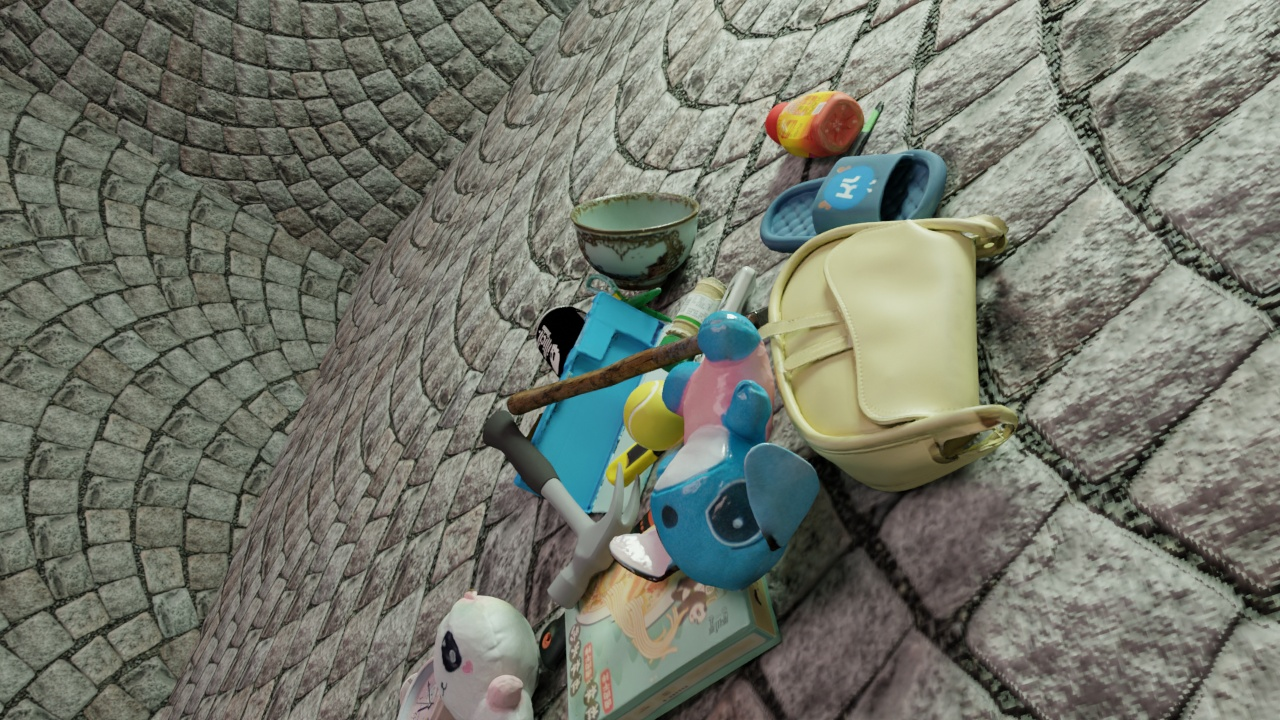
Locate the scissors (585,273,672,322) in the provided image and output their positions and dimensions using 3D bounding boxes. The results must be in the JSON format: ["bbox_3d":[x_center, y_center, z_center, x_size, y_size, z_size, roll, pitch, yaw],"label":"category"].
[{"bbox_3d":[-0.017,-0.074,1.101,0.131,0.112,0.012,-26,15,50],"label":"scissors"}]

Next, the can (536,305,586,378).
[{"bbox_3d":[-0.078,-0.012,1.145,0.080,0.080,0.146,-55,30,7],"label":"can"}]

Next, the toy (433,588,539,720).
[{"bbox_3d":[-0.140,0.313,0.877,0.179,0.101,0.139,-118,35,-44],"label":"toy"}]

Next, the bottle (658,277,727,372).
[{"bbox_3d":[0.054,-0.038,0.976,0.109,0.042,0.043,-58,23,-20],"label":"bottle"}]

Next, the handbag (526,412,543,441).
[{"bbox_3d":[-0.090,0.045,1.196,0.084,0.027,0.177,-9,47,57],"label":"handbag"}]

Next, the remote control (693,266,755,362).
[{"bbox_3d":[0.085,-0.032,0.940,0.133,0.022,0.050,-64,4,-14],"label":"remote control"}]

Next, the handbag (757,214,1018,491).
[{"bbox_3d":[0.177,-0.014,0.672,0.191,0.088,0.232,-29,36,42],"label":"handbag"}]

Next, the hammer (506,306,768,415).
[{"bbox_3d":[-0.006,0.005,0.907,0.331,0.033,0.119,-18,1,38],"label":"hammer"}]

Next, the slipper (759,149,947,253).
[{"bbox_3d":[0.185,-0.147,0.834,0.214,0.059,0.103,2,60,56],"label":"slipper"}]

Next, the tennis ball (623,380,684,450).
[{"bbox_3d":[0.017,0.051,0.847,0.065,0.065,0.065,-43,28,29],"label":"tennis ball"}]

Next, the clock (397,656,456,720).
[{"bbox_3d":[-0.223,0.383,0.992,0.158,0.058,0.116,-38,30,39],"label":"clock"}]

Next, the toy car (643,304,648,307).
[{"bbox_3d":[-0.026,-0.054,1.180,0.090,0.025,0.038,-9,57,62],"label":"toy car"}]

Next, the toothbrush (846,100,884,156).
[{"bbox_3d":[0.200,-0.186,0.920,0.014,0.017,0.188,15,73,56],"label":"toothbrush"}]

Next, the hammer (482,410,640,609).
[{"bbox_3d":[-0.095,0.114,0.909,0.125,0.029,0.311,-54,33,-1],"label":"hammer"}]

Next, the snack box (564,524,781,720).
[{"bbox_3d":[0.017,0.206,0.743,0.194,0.044,0.141,-40,33,24],"label":"snack box"}]

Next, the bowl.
[{"bbox_3d":[-0.004,-0.143,1.136,0.159,0.160,0.094,-114,18,-62],"label":"bowl"}]

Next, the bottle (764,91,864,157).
[{"bbox_3d":[0.183,-0.255,0.992,0.071,0.048,0.134,-57,24,2],"label":"bottle"}]

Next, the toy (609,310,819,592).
[{"bbox_3d":[0.051,0.076,0.680,0.225,0.099,0.191,137,138,-55],"label":"toy"}]

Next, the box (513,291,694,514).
[{"bbox_3d":[-0.030,0.042,0.998,0.243,0.114,0.114,-68,13,-21],"label":"box"}]

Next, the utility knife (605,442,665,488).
[{"bbox_3d":[0.033,0.065,0.910,0.174,0.020,0.028,-42,46,9],"label":"utility knife"}]

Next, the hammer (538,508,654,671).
[{"bbox_3d":[0.005,0.163,0.860,0.334,0.033,0.133,-52,25,15],"label":"hammer"}]
